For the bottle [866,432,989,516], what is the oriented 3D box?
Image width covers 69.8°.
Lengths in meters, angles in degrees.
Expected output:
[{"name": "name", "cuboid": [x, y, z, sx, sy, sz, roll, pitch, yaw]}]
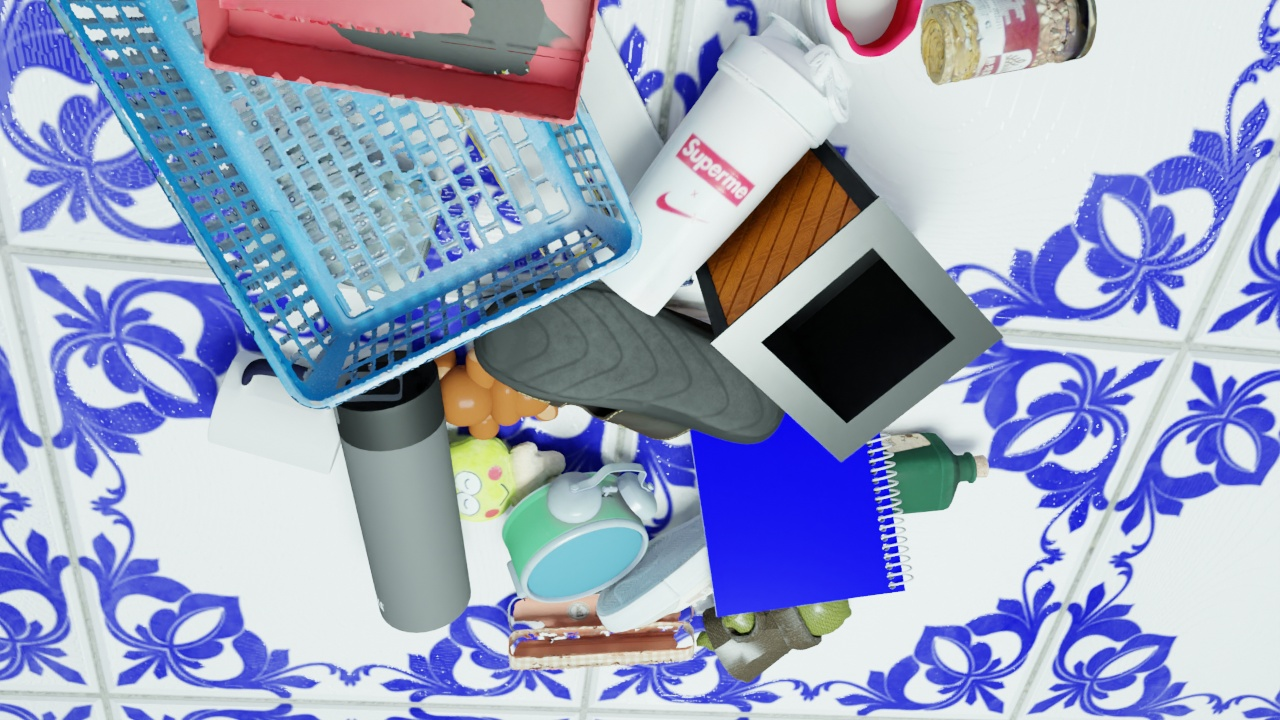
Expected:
[{"name": "bottle", "cuboid": [0.252, 0.103, 0.842, 0.131, 0.061, 0.061, -5, 117, -1]}]

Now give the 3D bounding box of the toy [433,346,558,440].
[{"name": "toy", "cuboid": [-0.116, 0.021, 0.778, 0.127, 0.065, 0.095, -4, 128, -12]}]

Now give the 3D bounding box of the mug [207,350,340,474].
[{"name": "mug", "cuboid": [-0.287, 0.035, 0.745, 0.097, 0.078, 0.112, 18, 144, -14]}]

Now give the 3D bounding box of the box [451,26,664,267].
[{"name": "box", "cuboid": [-0.061, -0.179, 0.679, 0.130, 0.036, 0.210, -27, 117, 6]}]

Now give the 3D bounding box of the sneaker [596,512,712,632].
[{"name": "sneaker", "cuboid": [0.073, 0.188, 0.850, 0.242, 0.089, 0.091, -37, 108, 4]}]

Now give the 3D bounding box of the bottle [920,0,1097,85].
[{"name": "bottle", "cuboid": [0.261, -0.235, 0.657, 0.105, 0.056, 0.056, -10, 119, 2]}]

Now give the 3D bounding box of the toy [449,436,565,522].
[{"name": "toy", "cuboid": [-0.125, 0.105, 0.825, 0.115, 0.046, 0.092, -3, 122, -12]}]

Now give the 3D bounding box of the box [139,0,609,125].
[{"name": "box", "cuboid": [-0.125, -0.212, 0.481, 0.214, 0.153, 0.164, 5, 85, -10]}]

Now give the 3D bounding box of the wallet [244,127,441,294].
[{"name": "wallet", "cuboid": [-0.222, -0.109, 0.692, 0.131, 0.054, 0.101, 19, 116, -17]}]

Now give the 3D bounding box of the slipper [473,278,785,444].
[{"name": "slipper", "cuboid": [-0.004, 0.004, 0.756, 0.267, 0.076, 0.113, 15, 90, -15]}]

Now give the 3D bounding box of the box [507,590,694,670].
[{"name": "box", "cuboid": [-0.038, 0.264, 0.907, 0.187, 0.082, 0.042, -3, 131, -5]}]

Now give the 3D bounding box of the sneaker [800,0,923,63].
[{"name": "sneaker", "cuboid": [0.154, -0.308, 0.580, 0.090, 0.104, 0.237, 0, 119, -4]}]

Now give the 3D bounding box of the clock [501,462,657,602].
[{"name": "clock", "cuboid": [-0.050, 0.143, 0.818, 0.121, 0.075, 0.162, 6, 132, -37]}]

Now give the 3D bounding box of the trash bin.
[{"name": "trash bin", "cuboid": [0.138, -0.055, 0.682, 0.140, 0.171, 0.139, -42, 114, 17]}]

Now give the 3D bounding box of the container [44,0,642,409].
[{"name": "container", "cuboid": [-0.186, -0.181, 0.589, 0.257, 0.089, 0.362, -25, 106, 1]}]

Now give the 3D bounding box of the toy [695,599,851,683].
[{"name": "toy", "cuboid": [0.131, 0.254, 0.902, 0.153, 0.078, 0.179, -32, 147, 11]}]

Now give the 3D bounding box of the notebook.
[{"name": "notebook", "cuboid": [0.135, 0.103, 0.793, 0.171, 0.022, 0.209, -8, 85, 1]}]

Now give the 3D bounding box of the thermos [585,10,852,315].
[{"name": "thermos", "cuboid": [0.056, -0.135, 0.662, 0.099, 0.099, 0.221, 34, 104, -21]}]

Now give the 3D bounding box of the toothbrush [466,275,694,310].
[{"name": "toothbrush", "cuboid": [-0.050, -0.059, 0.756, 0.189, 0.016, 0.017, -7, 109, -1]}]

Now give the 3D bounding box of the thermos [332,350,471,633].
[{"name": "thermos", "cuboid": [-0.195, 0.113, 0.762, 0.082, 0.082, 0.241, -2, 123, -3]}]
